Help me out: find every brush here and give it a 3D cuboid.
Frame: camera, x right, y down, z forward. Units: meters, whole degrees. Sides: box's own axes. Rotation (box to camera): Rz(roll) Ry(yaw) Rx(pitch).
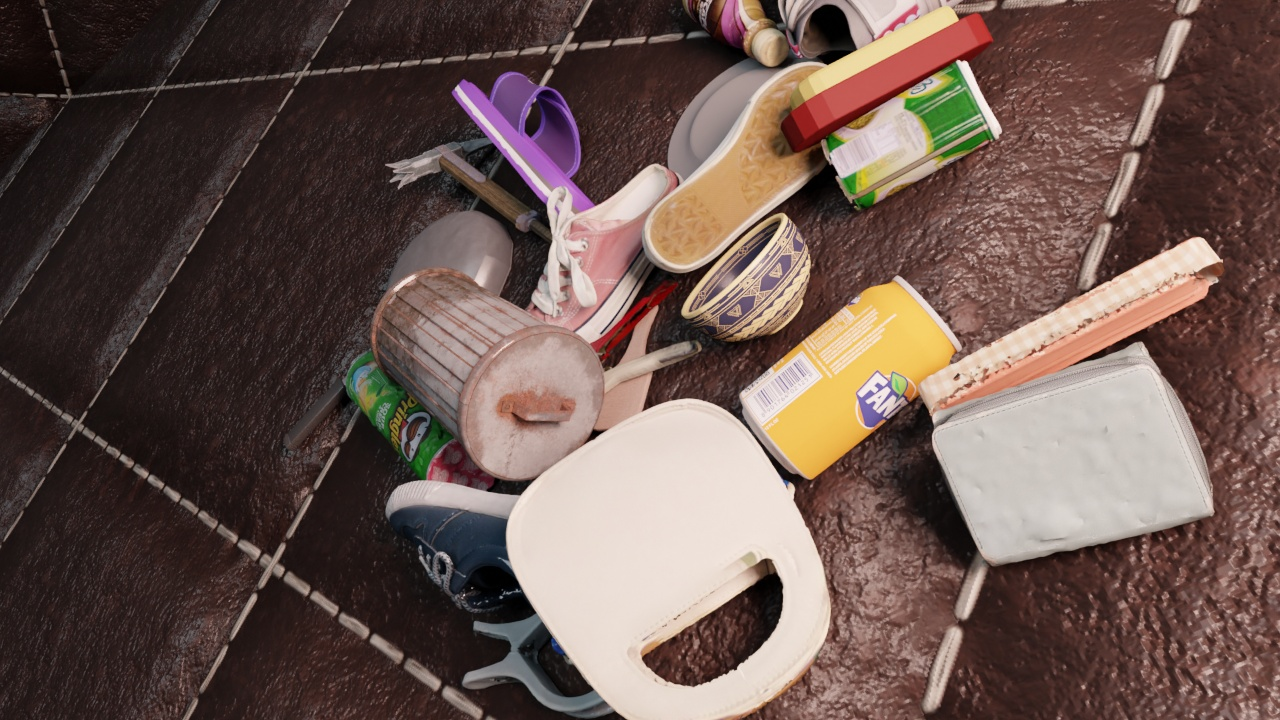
[{"bbox_3d":[0.190,-0.227,0.731,0.173,0.082,0.042,-28,91,-2],"label":"brush"},{"bbox_3d":[-0.005,0.005,0.814,0.050,0.015,0.135,-9,52,36],"label":"brush"}]

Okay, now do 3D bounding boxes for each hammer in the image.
[{"bbox_3d":[-0.147,-0.176,1.013,0.146,0.028,0.317,-28,45,-25],"label":"hammer"}]

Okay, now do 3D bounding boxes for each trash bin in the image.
[{"bbox_3d":[-0.133,0.007,0.784,0.211,0.131,0.130,30,83,47],"label":"trash bin"}]

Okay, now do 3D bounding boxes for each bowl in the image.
[{"bbox_3d":[0.094,-0.055,0.730,0.112,0.061,0.112,-44,11,10],"label":"bowl"}]

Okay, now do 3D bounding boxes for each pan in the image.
[{"bbox_3d":[-0.286,-0.032,1.040,0.357,0.041,0.178,-46,44,5],"label":"pan"}]

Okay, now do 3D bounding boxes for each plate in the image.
[{"bbox_3d":[0.100,-0.232,0.884,0.179,0.012,0.178,-20,52,28],"label":"plate"}]

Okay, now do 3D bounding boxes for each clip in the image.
[{"bbox_3d":[-0.071,0.248,0.695,0.172,0.029,0.141,-23,49,27],"label":"clip"}]

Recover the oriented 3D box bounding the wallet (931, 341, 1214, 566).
[{"bbox_3d":[0.245,0.056,0.530,0.132,0.054,0.100,-22,92,25],"label":"wallet"}]

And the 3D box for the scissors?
[{"bbox_3d":[-0.024,-0.002,0.810,0.180,0.015,0.193,11,66,47],"label":"scissors"}]

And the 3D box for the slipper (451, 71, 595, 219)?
[{"bbox_3d":[-0.103,-0.242,0.986,0.084,0.107,0.266,-45,51,8],"label":"slipper"}]

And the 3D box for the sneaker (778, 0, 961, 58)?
[{"bbox_3d":[0.159,-0.341,0.846,0.128,0.097,0.263,-47,51,-4],"label":"sneaker"}]

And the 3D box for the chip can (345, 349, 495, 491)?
[{"bbox_3d":[-0.221,0.058,0.906,0.075,0.075,0.223,-53,44,-3],"label":"chip can"}]

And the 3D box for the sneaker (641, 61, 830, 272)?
[{"bbox_3d":[0.091,-0.160,0.804,0.235,0.087,0.079,-46,0,-9],"label":"sneaker"}]

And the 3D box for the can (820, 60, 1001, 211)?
[{"bbox_3d":[0.211,-0.174,0.718,0.121,0.067,0.067,-27,49,23],"label":"can"}]

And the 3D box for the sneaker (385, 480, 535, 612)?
[{"bbox_3d":[-0.136,0.157,0.750,0.236,0.089,0.087,-2,52,42],"label":"sneaker"}]

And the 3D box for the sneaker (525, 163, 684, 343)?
[{"bbox_3d":[-0.053,-0.090,0.855,0.241,0.087,0.118,-51,44,7],"label":"sneaker"}]

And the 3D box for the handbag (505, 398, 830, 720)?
[{"bbox_3d":[0.028,0.143,0.621,0.200,0.093,0.199,-30,68,-8],"label":"handbag"}]

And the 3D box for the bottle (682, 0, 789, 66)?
[{"bbox_3d":[0.098,-0.343,0.924,0.060,0.059,0.166,-40,45,11],"label":"bottle"}]

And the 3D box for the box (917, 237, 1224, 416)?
[{"bbox_3d":[0.265,-0.014,0.572,0.187,0.083,0.043,-30,63,18],"label":"box"}]

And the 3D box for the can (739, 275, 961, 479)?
[{"bbox_3d":[0.144,0.013,0.640,0.142,0.079,0.079,-41,45,10],"label":"can"}]
